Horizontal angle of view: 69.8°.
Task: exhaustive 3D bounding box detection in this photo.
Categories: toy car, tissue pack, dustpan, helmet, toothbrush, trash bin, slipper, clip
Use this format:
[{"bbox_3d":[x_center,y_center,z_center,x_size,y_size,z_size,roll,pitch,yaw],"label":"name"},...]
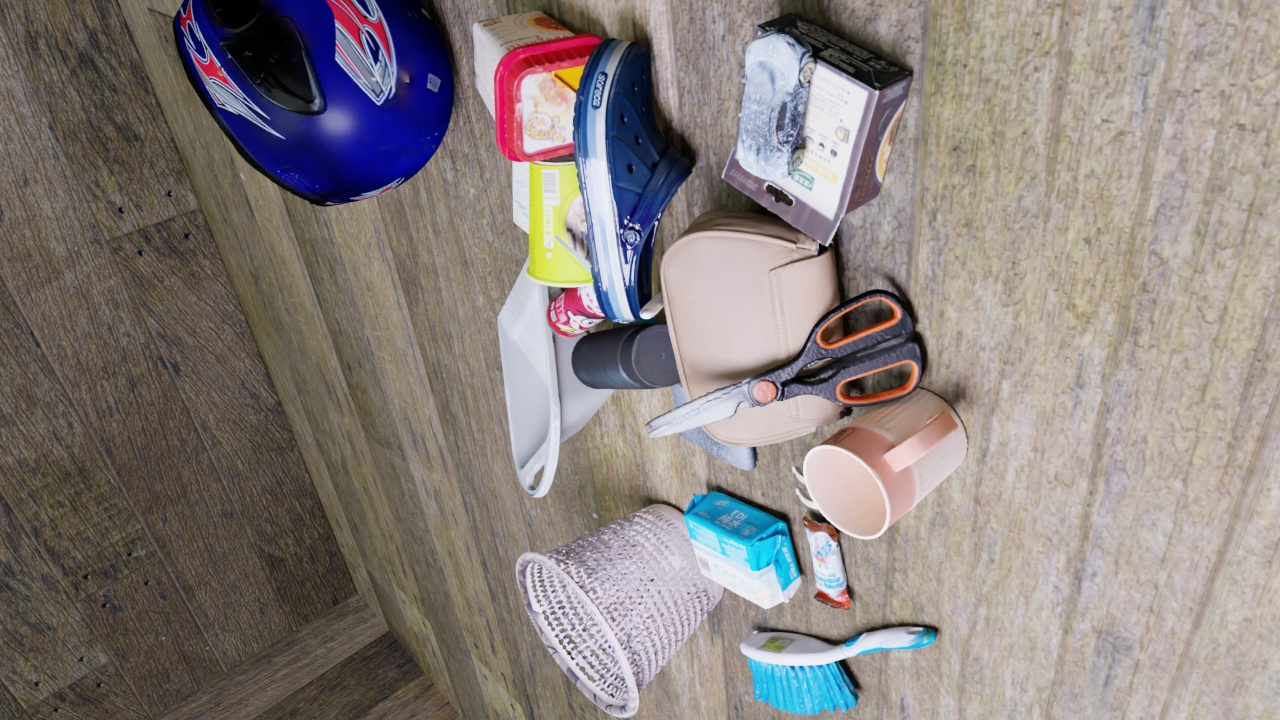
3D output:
[{"bbox_3d":[0.091,-0.177,0.641,0.049,0.031,0.106,31,134,36],"label":"toy car"},{"bbox_3d":[0.111,0.202,1.004,0.140,0.063,0.090,16,130,52],"label":"tissue pack"},{"bbox_3d":[-0.143,0.030,1.164,0.257,0.142,0.223,54,150,8],"label":"dustpan"},{"bbox_3d":[-0.354,-0.347,1.050,0.241,0.246,0.315,-35,91,21],"label":"helmet"},{"bbox_3d":[0.022,-0.065,0.830,0.016,0.179,0.016,-13,104,16],"label":"toothbrush"},{"bbox_3d":[-0.012,0.287,1.133,0.227,0.191,0.228,37,143,34],"label":"trash bin"},{"bbox_3d":[-0.002,-0.154,0.816,0.095,0.105,0.253,1,109,9],"label":"slipper"},{"bbox_3d":[0.185,0.121,0.846,0.100,0.074,0.035,22,132,53],"label":"clip"}]

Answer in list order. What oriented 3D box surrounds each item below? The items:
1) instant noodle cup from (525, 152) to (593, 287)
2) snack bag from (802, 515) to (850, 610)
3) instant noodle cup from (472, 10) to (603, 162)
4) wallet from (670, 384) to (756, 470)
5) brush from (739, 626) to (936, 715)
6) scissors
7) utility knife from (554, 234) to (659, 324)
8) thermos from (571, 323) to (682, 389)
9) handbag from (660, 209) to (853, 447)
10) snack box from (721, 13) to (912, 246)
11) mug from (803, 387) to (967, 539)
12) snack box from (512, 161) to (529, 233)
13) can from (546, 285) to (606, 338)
[{"bbox_3d":[-0.067,-0.151,0.935,0.112,0.111,0.123,24,126,46],"label":"instant noodle cup"},{"bbox_3d":[0.189,0.204,0.925,0.045,0.026,0.105,18,128,53],"label":"snack bag"},{"bbox_3d":[-0.101,-0.269,0.878,0.124,0.116,0.117,53,151,35],"label":"instant noodle cup"},{"bbox_3d":[0.075,0.056,0.979,0.121,0.019,0.097,23,132,48],"label":"wallet"},{"bbox_3d":[0.208,0.326,0.981,0.315,0.060,0.109,-17,98,57],"label":"brush"},{"bbox_3d":[0.106,0.004,0.727,0.021,0.235,0.139,-77,-14,-72],"label":"scissors"},{"bbox_3d":[-0.007,-0.056,0.916,0.219,0.013,0.029,40,171,-26],"label":"utility knife"},{"bbox_3d":[-0.006,0.006,0.951,0.090,0.068,0.243,38,170,-13],"label":"thermos"},{"bbox_3d":[0.102,-0.030,0.781,0.148,0.099,0.205,2,120,26],"label":"handbag"},{"bbox_3d":[0.124,-0.169,0.671,0.113,0.053,0.126,41,146,30],"label":"snack box"},{"bbox_3d":[0.200,0.072,0.713,0.081,0.105,0.115,54,150,11],"label":"mug"},{"bbox_3d":[-0.108,-0.200,1.021,0.085,0.026,0.157,41,145,29],"label":"snack box"},{"bbox_3d":[-0.059,-0.066,1.036,0.053,0.053,0.133,61,150,-2],"label":"can"}]
